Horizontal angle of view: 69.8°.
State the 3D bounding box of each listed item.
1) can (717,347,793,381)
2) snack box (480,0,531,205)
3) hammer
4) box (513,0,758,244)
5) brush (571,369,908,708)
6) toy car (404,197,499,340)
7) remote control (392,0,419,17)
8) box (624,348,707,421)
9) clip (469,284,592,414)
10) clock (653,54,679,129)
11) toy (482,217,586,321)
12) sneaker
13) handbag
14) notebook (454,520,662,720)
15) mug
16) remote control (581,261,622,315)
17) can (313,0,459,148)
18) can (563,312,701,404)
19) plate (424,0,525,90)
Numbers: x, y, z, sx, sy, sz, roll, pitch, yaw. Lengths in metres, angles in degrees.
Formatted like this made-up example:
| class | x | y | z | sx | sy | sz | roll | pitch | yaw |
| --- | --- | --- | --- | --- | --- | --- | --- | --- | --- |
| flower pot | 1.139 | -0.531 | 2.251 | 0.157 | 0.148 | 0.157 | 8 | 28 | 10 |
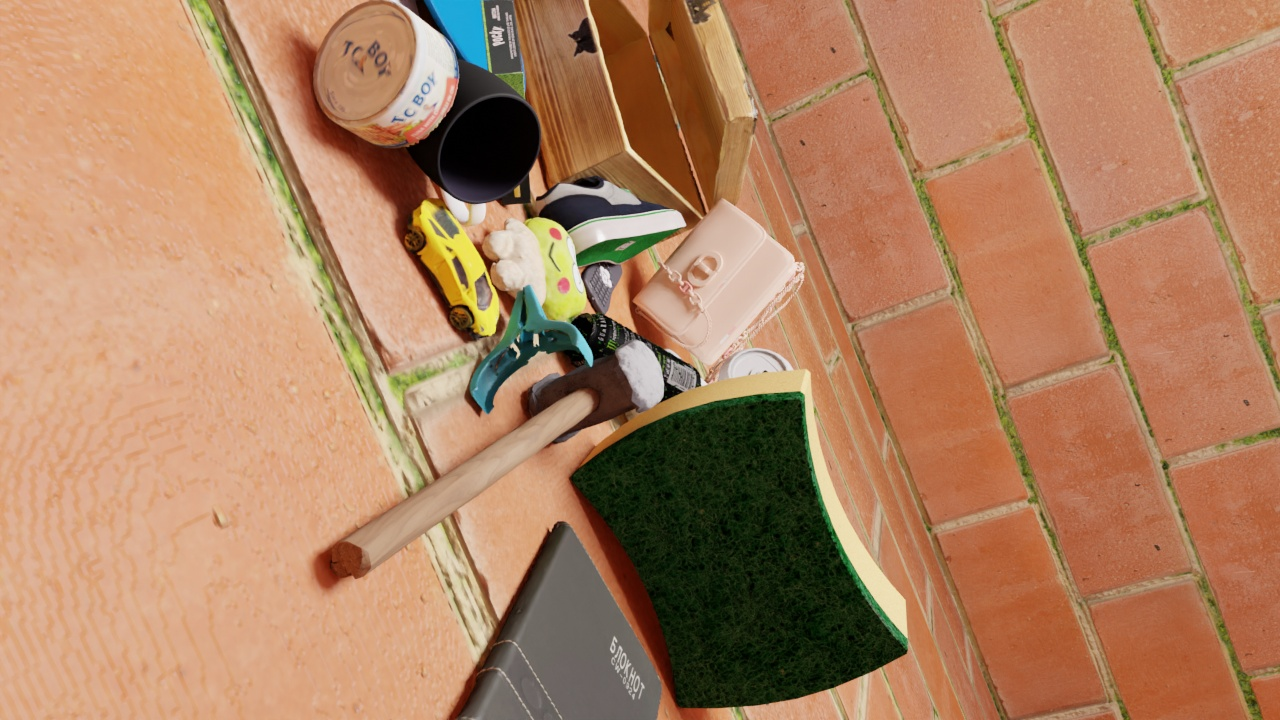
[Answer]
| class | x | y | z | sx | sy | sz | roll | pitch | yaw |
| --- | --- | --- | --- | --- | --- | --- | --- | --- | --- |
| can | 0.131 | 0.055 | 1.073 | 0.140 | 0.088 | 0.087 | 90 | -5 | -54 |
| snack box | -0.108 | -0.206 | 0.747 | 0.148 | 0.025 | 0.080 | 98 | -16 | -60 |
| hammer | -0.080 | 0.056 | 0.589 | 0.052 | 0.098 | 0.327 | 65 | 26 | -5 |
| box | 0.016 | -0.304 | 1.017 | 0.258 | 0.221 | 0.279 | 26 | 45 | -66 |
| brush | 0.082 | 0.146 | 0.743 | 0.250 | 0.195 | 0.075 | 66 | 19 | -9 |
| toy car | -0.129 | -0.064 | 0.648 | 0.107 | 0.030 | 0.049 | 63 | 19 | -20 |
| remote control | -0.208 | -0.330 | 0.738 | 0.050 | 0.011 | 0.135 | 18 | 53 | -66 |
| box | 0.083 | 0.074 | 0.945 | 0.210 | 0.084 | 0.185 | 45 | 27 | -4 |
| clip | -0.087 | -0.004 | 0.655 | 0.121 | 0.119 | 0.033 | 21 | -28 | 50 |
| clock | 0.003 | -0.326 | 1.215 | 0.121 | 0.073 | 0.157 | 17 | 74 | -70 |
| toy | -0.086 | -0.076 | 0.755 | 0.115 | 0.046 | 0.092 | 3 | 73 | -61 |
| sneaker | -0.026 | -0.146 | 0.919 | 0.079 | 0.084 | 0.234 | 63 | 27 | 4 |
| handbag | 0.082 | -0.071 | 1.061 | 0.116 | 0.199 | 0.187 | 41 | 2 | 12 |
| notebook | -0.041 | 0.224 | 0.591 | 0.169 | 0.029 | 0.208 | 63 | 21 | -14 |
| mug | -0.134 | -0.158 | 0.662 | 0.100 | 0.084 | 0.119 | 44 | -39 | 33 |
| remote control | -0.038 | -0.089 | 0.951 | 0.046 | 0.009 | 0.124 | 61 | 20 | -22 |
| can | -0.164 | -0.184 | 0.590 | 0.043 | 0.086 | 0.086 | 22 | 50 | -64 |
| can | -0.005 | 0.005 | 0.827 | 0.137 | 0.054 | 0.053 | 29 | 40 | -35 |
| plate | -0.167 | -0.331 | 0.817 | 0.224 | 0.024 | 0.224 | -19 | 90 | -76 |
